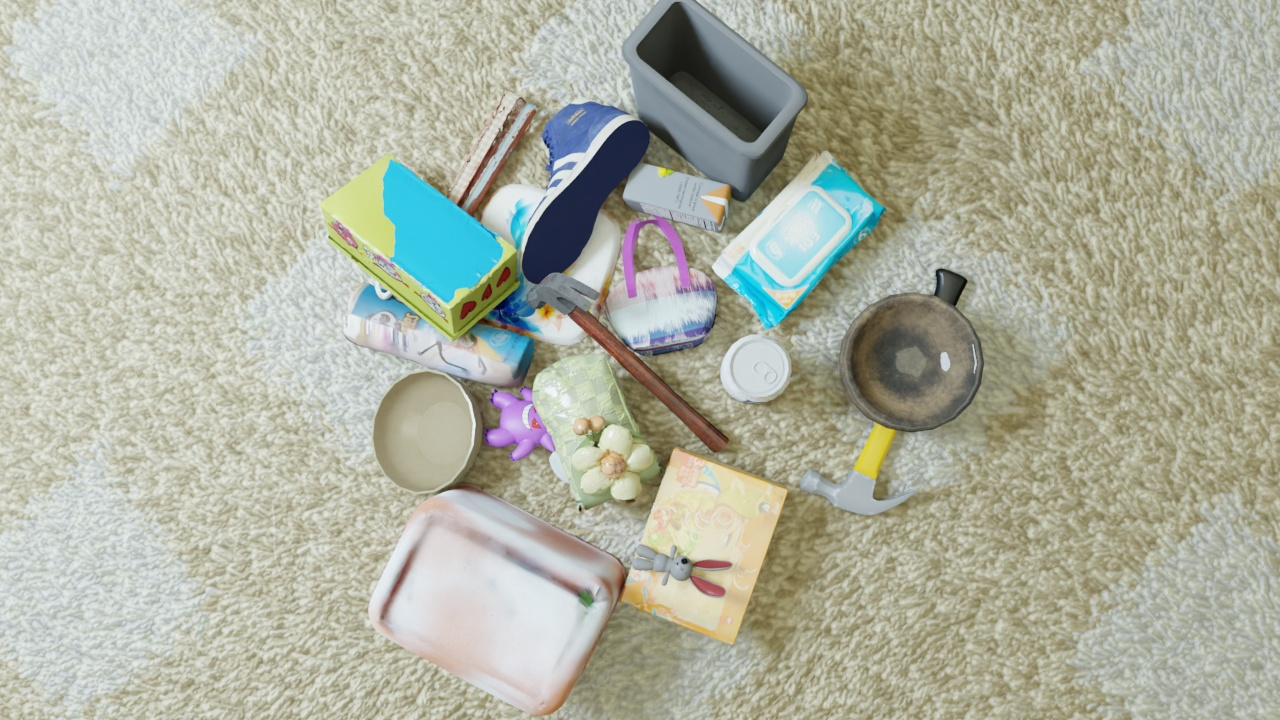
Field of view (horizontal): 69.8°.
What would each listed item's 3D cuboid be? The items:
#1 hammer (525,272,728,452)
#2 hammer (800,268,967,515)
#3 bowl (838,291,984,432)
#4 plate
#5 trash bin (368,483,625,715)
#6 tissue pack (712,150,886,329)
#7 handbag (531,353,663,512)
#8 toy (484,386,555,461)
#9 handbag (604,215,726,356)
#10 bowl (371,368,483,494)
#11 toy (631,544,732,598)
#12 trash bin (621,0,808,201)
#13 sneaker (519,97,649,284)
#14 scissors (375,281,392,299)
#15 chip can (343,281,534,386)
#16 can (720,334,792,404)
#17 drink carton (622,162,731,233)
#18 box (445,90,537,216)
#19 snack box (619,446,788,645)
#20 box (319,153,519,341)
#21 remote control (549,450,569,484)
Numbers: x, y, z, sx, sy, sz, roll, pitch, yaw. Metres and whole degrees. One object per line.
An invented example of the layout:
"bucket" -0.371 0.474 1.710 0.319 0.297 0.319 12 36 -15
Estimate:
"hammer" -0.007 0.007 1.105 0.300 0.111 0.028 43 67 -12
"hammer" 0.322 0.040 1.128 0.127 0.029 0.323 26 88 4
"bowl" 0.313 0.004 1.082 0.162 0.070 0.162 0 85 3
"plate" -0.130 -0.124 1.169 0.187 0.016 0.187 17 88 4
"trash bin" -0.164 0.277 1.081 0.260 0.157 0.181 27 89 4
"tissue pack" 0.192 -0.147 1.128 0.117 0.066 0.209 44 92 5
"handbag" -0.056 0.083 1.072 0.113 0.117 0.186 -26 90 -5
"toy" -0.141 0.080 1.140 0.088 0.056 0.105 1 57 6
"handbag" 0.023 -0.097 1.141 0.144 0.068 0.170 -11 80 4
"bowl" -0.256 0.089 1.136 0.152 0.050 0.152 -3 82 23
"toy" 0.047 0.238 1.050 0.112 0.030 0.049 13 60 9
"trash bin" 0.083 -0.294 1.063 0.192 0.220 0.097 40 90 5
"sneaker" -0.099 -0.220 1.127 0.233 0.091 0.118 -54 50 13
"scissors" -0.277 -0.111 1.150 0.125 0.011 0.129 41 56 12
"chip can" -0.252 -0.027 1.144 0.229 0.080 0.080 18 88 5
"can" 0.135 0.012 1.085 0.078 0.136 0.078 0 87 3
"drink carton" 0.048 -0.201 1.136 0.125 0.076 0.048 16 88 8
"box" -0.199 -0.257 1.168 0.057 0.060 0.186 31 89 -34
"snack box" 0.075 0.217 1.105 0.145 0.080 0.195 20 90 6
"box" -0.264 -0.137 1.109 0.221 0.082 0.124 37 63 11
"remote control" -0.061 0.106 1.146 0.114 0.028 0.060 -40 87 -2
